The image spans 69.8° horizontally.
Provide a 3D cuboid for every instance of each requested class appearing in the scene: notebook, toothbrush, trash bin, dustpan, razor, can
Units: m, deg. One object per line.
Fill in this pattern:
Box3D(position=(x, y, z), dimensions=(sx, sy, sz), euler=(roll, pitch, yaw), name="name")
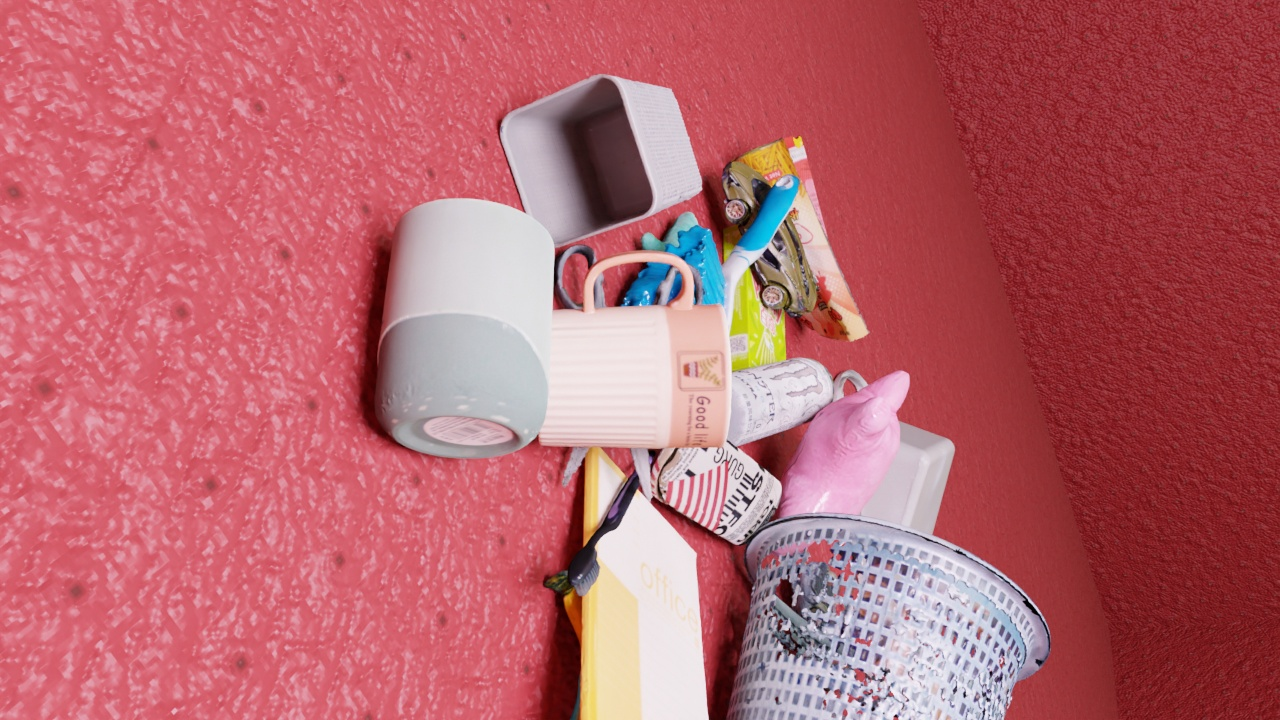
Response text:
Box3D(position=(0.005, 0.166, 0.555), dimensions=(0.146, 0.010, 0.205), euler=(52, 23, -36), name="notebook")
Box3D(position=(-0.012, 0.092, 0.558), dimensions=(0.188, 0.014, 0.017), euler=(-50, 122, -70), name="toothbrush")
Box3D(position=(0.148, 0.249, 0.637), dimensions=(0.226, 0.227, 0.194), euler=(56, 48, -32), name="trash bin")
Box3D(position=(0.272, 0.153, 1.081), dimensions=(0.222, 0.143, 0.258), euler=(-2, 109, -61), name="dustpan")
Box3D(position=(-0.037, 0.186, 0.506), dimensions=(0.043, 0.028, 0.132), euler=(41, 45, -51), name="razor")
Box3D(position=(0.101, 0.033, 0.755), dimensions=(0.146, 0.058, 0.058), euler=(-10, 86, -50), name="can")

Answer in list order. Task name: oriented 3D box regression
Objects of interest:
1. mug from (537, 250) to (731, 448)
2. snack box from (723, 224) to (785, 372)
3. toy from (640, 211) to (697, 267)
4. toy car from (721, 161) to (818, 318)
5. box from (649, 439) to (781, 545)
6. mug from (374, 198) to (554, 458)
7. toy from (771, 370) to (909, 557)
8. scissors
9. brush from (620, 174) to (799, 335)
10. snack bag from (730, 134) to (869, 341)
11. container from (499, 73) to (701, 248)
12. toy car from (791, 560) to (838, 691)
Box3D(position=(-0.005, -0.005, 0.525), dimensions=(0.081, 0.106, 0.114), euler=(-103, -167, -75), name="mug")
Box3D(position=(0.108, -0.043, 0.861), dimensions=(0.085, 0.026, 0.156), euler=(40, 45, -48), name="snack box")
Box3D(position=(0.035, -0.082, 0.747), dimensions=(0.096, 0.030, 0.091), euler=(62, 35, -29), name="toy")
Box3D(position=(0.120, -0.112, 0.846), dimensions=(0.158, 0.042, 0.070), euler=(60, 32, -15), name="toy car")
Box3D(position=(0.062, 0.096, 0.675), dimensions=(0.055, 0.070, 0.164), euler=(52, 10, 35), name="box")
Box3D(position=(-0.083, -0.006, 0.461), dimensions=(0.112, 0.082, 0.106), euler=(72, 15, -65), name="mug")
Box3D(position=(0.164, 0.093, 0.777), dimensions=(0.074, 0.195, 0.178), euler=(34, 19, 14), name="toy")
Box3D(position=(-0.011, -0.002, 0.588), dimensions=(0.159, 0.014, 0.178), euler=(-31, 79, -20), name="scissors")
Box3D(position=(0.058, -0.068, 0.707), dimensions=(0.109, 0.061, 0.313), euler=(56, 48, -44), name="brush")
Box3D(position=(0.161, -0.120, 0.928), dimensions=(0.208, 0.073, 0.129), euler=(68, -11, -10), name="snack bag")
Box3D(position=(-0.019, -0.135, 0.617), dimensions=(0.114, 0.090, 0.090), euler=(-33, 107, -63), name="container")
Box3D(position=(0.158, 0.236, 0.816), dimensions=(0.054, 0.037, 0.121), euler=(-48, 129, -57), name="toy car")
